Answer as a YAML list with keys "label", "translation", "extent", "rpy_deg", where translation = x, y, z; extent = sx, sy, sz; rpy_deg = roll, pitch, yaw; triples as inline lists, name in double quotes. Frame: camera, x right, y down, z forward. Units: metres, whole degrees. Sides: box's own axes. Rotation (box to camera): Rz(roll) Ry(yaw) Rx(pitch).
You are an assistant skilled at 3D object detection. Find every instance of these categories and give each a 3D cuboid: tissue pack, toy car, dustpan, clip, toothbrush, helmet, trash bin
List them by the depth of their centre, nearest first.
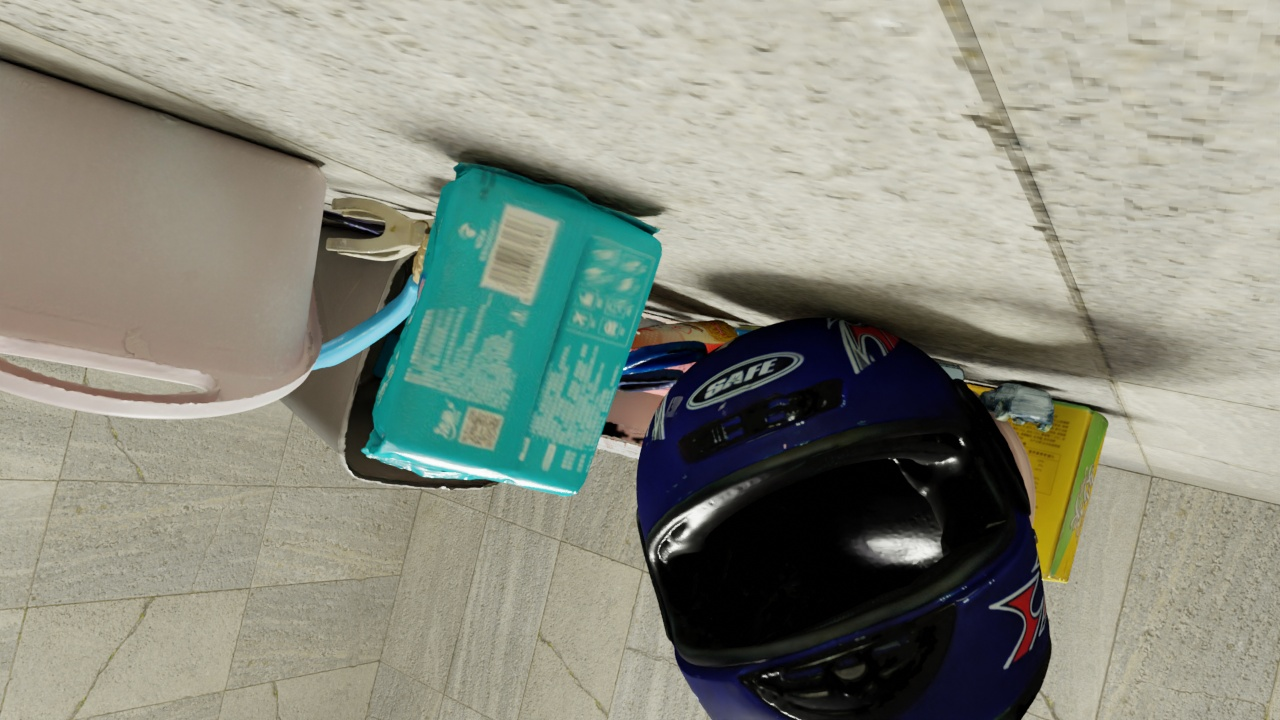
- label: "tissue pack"
  translation: [-0.053, -0.009, 0.384]
  extent: [0.093, 0.133, 0.050]
  rpy_deg: [18, -178, -22]
- label: "dustpan"
  translation: [-0.284, -0.060, 0.485]
  extent: [0.222, 0.139, 0.274]
  rpy_deg: [13, 179, -32]
- label: "helmet"
  translation: [0.111, 0.094, 0.579]
  extent: [0.248, 0.240, 0.315]
  rpy_deg: [-26, 176, 14]
- label: "clip"
  translation: [-0.146, -0.081, 0.580]
  extent: [0.100, 0.034, 0.071]
  rpy_deg: [5, 177, 8]
- label: "toothbrush"
  translation: [-0.211, -0.099, 0.663]
  extent: [0.189, 0.017, 0.014]
  rpy_deg: [14, -167, -6]
- label: "toy car"
  translation: [0.310, 0.037, 0.760]
  extent: [0.043, 0.034, 0.090]
  rpy_deg: [11, -179, 3]
- label: "trash bin"
  translation: [-0.218, -0.016, 0.811]
  extent: [0.220, 0.199, 0.198]
  rpy_deg: [21, -176, 39]

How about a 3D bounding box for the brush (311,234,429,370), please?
- label: "brush"
  translation: [-0.134, -0.027, 0.512]
  extent: [0.255, 0.046, 0.083]
  rpy_deg: [-20, 166, 36]

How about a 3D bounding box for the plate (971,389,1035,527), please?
- label: "plate"
  translation: [0.231, 0.116, 0.827]
  extent: [0.230, 0.229, 0.028]
  rpy_deg: [13, 168, 26]

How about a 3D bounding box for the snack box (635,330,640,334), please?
- label: "snack box"
  translation: [-0.065, -0.032, 0.595]
  extent: [0.113, 0.053, 0.125]
  rpy_deg: [8, -161, 10]

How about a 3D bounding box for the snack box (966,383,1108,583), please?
- label: "snack box"
  translation: [0.311, 0.103, 0.871]
  extent: [0.210, 0.157, 0.070]
  rpy_deg: [13, 175, 43]

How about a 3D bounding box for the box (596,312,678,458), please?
- label: "box"
  translation: [-0.048, 0.018, 0.958]
  extent: [0.183, 0.154, 0.187]
  rpy_deg: [15, 164, 5]

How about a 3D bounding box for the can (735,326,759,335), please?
- label: "can"
  translation: [0.114, 0.016, 0.811]
  extent: [0.057, 0.083, 0.102]
  rpy_deg: [14, 179, -23]

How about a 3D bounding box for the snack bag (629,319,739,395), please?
- label: "snack bag"
  translation: [-0.004, 0.004, 0.748]
  extent: [0.129, 0.073, 0.207]
  rpy_deg: [-24, 166, 38]

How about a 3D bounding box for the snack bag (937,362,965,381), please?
- label: "snack bag"
  translation: [0.195, 0.082, 0.763]
  extent: [0.110, 0.191, 0.038]
  rpy_deg: [19, -155, 34]

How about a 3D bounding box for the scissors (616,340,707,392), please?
- label: "scissors"
  translation: [-0.031, 0.008, 0.635]
  extent: [0.157, 0.012, 0.165]
  rpy_deg: [-23, 160, 37]
